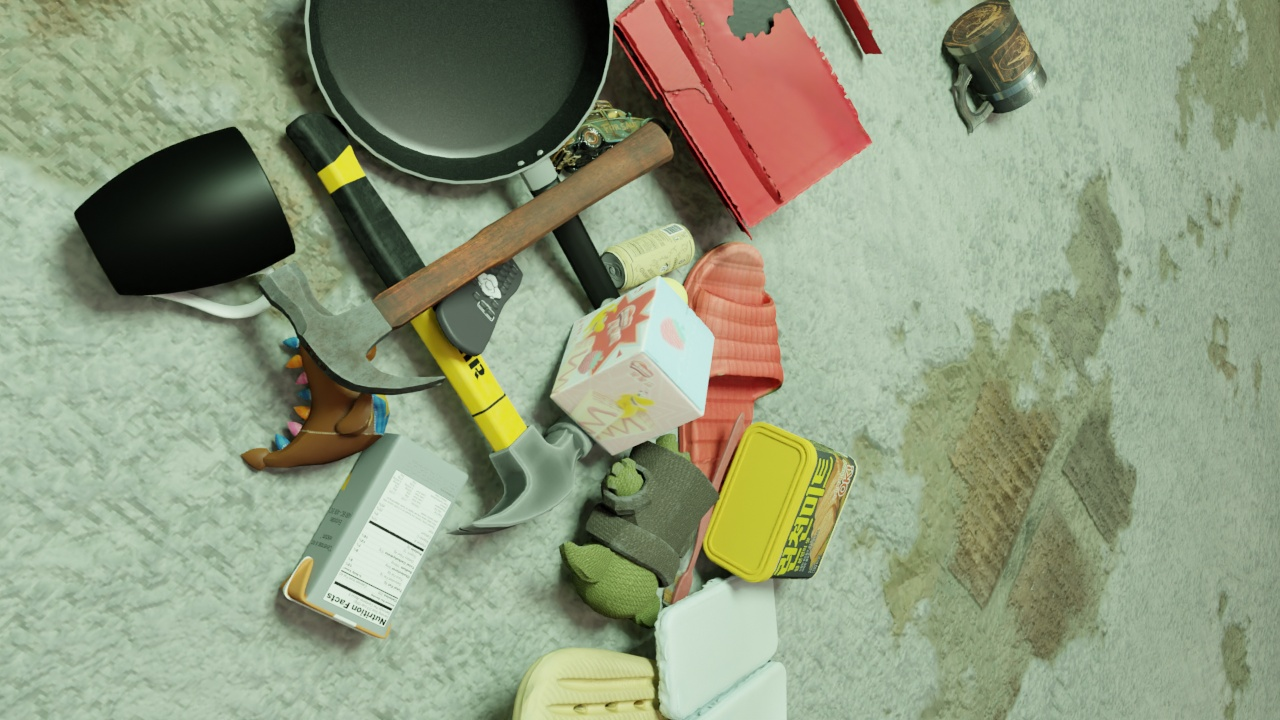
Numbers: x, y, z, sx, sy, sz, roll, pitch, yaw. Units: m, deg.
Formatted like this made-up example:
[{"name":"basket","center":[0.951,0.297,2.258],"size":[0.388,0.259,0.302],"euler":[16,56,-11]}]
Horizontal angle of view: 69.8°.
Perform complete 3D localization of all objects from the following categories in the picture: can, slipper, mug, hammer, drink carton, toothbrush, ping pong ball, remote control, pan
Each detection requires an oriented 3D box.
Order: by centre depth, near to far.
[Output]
[{"name":"mug","center":[-0.270,-0.070,0.556],"size":[0.100,0.085,0.119],"euler":[-28,136,-22]},{"name":"hammer","center":[-0.091,-0.083,0.623],"size":[0.299,0.028,0.111],"euler":[-37,94,-25]},{"name":"drink carton","center":[-0.181,0.118,0.629],"size":[0.076,0.049,0.124],"euler":[38,67,-31]},{"name":"hammer","center":[-0.147,-0.025,0.646],"size":[0.324,0.034,0.169],"euler":[60,31,-12]},{"name":"remote control","center":[-0.115,-0.048,0.669],"size":[0.046,0.009,0.124],"euler":[51,29,-23]},{"name":"pan","center":[-0.093,-0.170,0.672],"size":[0.204,0.044,0.356],"euler":[-29,126,-1]},{"name":"slipper","center":[-0.035,0.283,0.723],"size":[0.261,0.079,0.111],"euler":[30,63,-54]},{"name":"can","center":[0.006,-0.089,0.784],"size":[0.079,0.038,0.038],"euler":[-26,104,-35]},{"name":"ping pong ball","center":[0.021,-0.052,0.793],"size":[0.040,0.040,0.040],"euler":[1,88,-38]},{"name":"toothbrush","center":[0.058,0.132,0.807],"size":[0.015,0.016,0.184],"euler":[20,90,-39]},{"name":"can","center":[0.129,0.131,0.828],"size":[0.101,0.072,0.131],"euler":[17,94,-50]},{"name":"slipper","center":[0.085,0.012,0.830],"size":[0.103,0.059,0.248],"euler":[8,85,-37]},{"name":"mug","center":[0.409,-0.345,1.085],"size":[0.116,0.080,0.107],"euler":[-46,120,2]}]

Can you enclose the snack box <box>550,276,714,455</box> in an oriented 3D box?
[{"name":"snack box","center":[-0.004,0.004,0.720],"size":[0.079,0.095,0.092],"euler":[46,35,-27]}]

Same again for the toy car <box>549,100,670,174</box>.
[{"name":"toy car","center":[-0.030,-0.186,0.754],"size":[0.111,0.047,0.047],"euler":[-15,79,-32]}]

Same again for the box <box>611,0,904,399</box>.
[{"name":"box","center":[0.065,-0.165,0.676],"size":[0.214,0.138,0.466],"euler":[54,26,-23]}]

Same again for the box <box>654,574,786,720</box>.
[{"name":"box","center":[0.077,0.286,0.799],"size":[0.208,0.038,0.190],"euler":[1,88,-58]}]

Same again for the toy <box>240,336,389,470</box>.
[{"name":"toy","center":[-0.220,0.026,0.612],"size":[0.103,0.071,0.090],"euler":[-18,87,-14]}]

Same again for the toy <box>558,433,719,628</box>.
[{"name":"toy","center":[0.000,0.135,0.747],"size":[0.152,0.078,0.179],"euler":[-57,143,-18]}]
